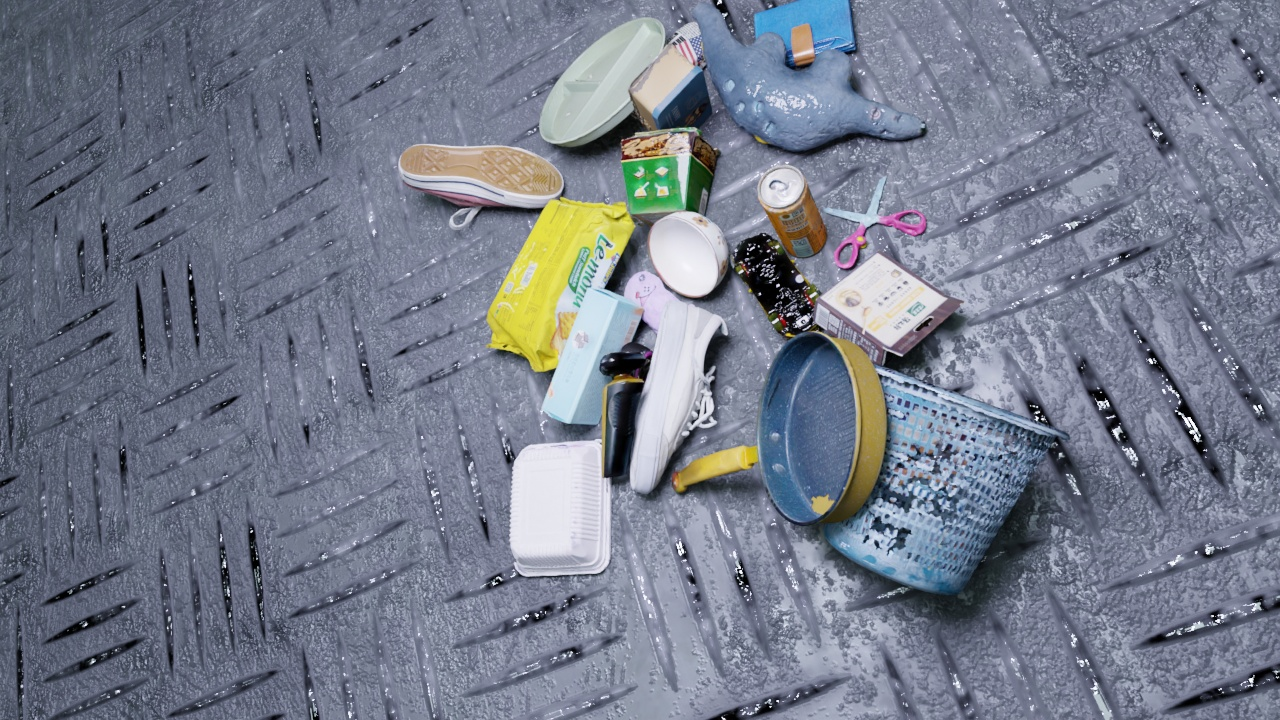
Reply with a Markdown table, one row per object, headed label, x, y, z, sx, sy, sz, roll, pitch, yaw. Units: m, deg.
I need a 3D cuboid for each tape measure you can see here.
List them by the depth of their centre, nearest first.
| label | x | y | z | sx | sy | sz | roll | pitch | yaw |
| --- | --- | --- | --- | --- | --- | --- | --- | --- | --- |
| tape measure | -0.007 | 0.007 | 1.186 | 0.039 | 0.057 | 0.058 | 23 | 92 | 23 |

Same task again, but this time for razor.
| label | x | y | z | sx | sy | sz | roll | pitch | yaw |
| --- | --- | --- | --- | --- | --- | --- | --- | --- | --- |
| razor | -0.029 | 0.069 | 1.145 | 0.068 | 0.062 | 0.167 | 20 | 109 | 51 |

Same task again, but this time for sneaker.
| label | x | y | z | sx | sy | sz | roll | pitch | yaw |
| --- | --- | --- | --- | --- | --- | --- | --- | --- | --- |
| sneaker | 0.049 | 0.051 | 1.141 | 0.090 | 0.089 | 0.242 | 13 | 91 | -8 |
| sneaker | -0.232 | -0.257 | 1.350 | 0.241 | 0.088 | 0.118 | 7 | 63 | 0 |

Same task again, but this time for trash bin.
| label | x | y | z | sx | sy | sz | roll | pitch | yaw |
| --- | --- | --- | --- | --- | --- | --- | --- | --- | --- |
| trash bin | 0.293 | 0.124 | 0.952 | 0.227 | 0.226 | 0.195 | 22 | 96 | 27 |

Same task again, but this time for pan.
| label | x | y | z | sx | sy | sz | roll | pitch | yaw |
| --- | --- | --- | --- | --- | --- | --- | --- | --- | --- |
| pan | 0.136 | 0.096 | 1.003 | 0.078 | 0.358 | 0.197 | 6 | 68 | -20 |

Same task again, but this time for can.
| label | x | y | z | sx | sy | sz | roll | pitch | yaw |
| --- | --- | --- | --- | --- | --- | --- | --- | --- | --- |
| can | 0.186 | -0.179 | 1.114 | 0.058 | 0.146 | 0.058 | -7 | 71 | 20 |

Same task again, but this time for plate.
| label | x | y | z | sx | sy | sz | roll | pitch | yaw |
| --- | --- | --- | --- | --- | --- | --- | --- | --- | --- |
| plate | -0.052 | -0.392 | 1.304 | 0.231 | 0.027 | 0.229 | -27 | 43 | 28 |

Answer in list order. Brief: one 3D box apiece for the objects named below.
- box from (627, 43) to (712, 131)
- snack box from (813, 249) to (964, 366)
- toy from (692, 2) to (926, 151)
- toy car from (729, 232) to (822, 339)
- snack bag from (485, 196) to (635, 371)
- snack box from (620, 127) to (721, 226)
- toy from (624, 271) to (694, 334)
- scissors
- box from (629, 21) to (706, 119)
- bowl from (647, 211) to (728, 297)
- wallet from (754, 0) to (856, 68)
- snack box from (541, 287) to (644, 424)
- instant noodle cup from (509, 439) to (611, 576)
| label | x | y | z | sx | sy | sz | roll | pitch | yaw |
| --- | --- | --- | --- | --- | --- | --- | --- | --- | --- |
| box | 0.040 | -0.343 | 1.206 | 0.062 | 0.184 | 0.090 | 44 | 96 | 7 |
| snack box | 0.285 | -0.057 | 1.064 | 0.113 | 0.053 | 0.125 | -37 | 60 | -20 |
| toy | 0.191 | -0.348 | 1.193 | 0.356 | 0.091 | 0.138 | 31 | 86 | 17 |
| toy car | 0.173 | -0.095 | 1.151 | 0.071 | 0.041 | 0.155 | -36 | 63 | 8 |
| snack bag | -0.117 | -0.110 | 1.235 | 0.158 | 0.068 | 0.246 | 22 | 84 | 52 |
| snack box | 0.040 | -0.238 | 1.223 | 0.118 | 0.118 | 0.105 | -1 | 85 | 23 |
| toy | 0.018 | -0.071 | 1.212 | 0.108 | 0.038 | 0.084 | 46 | 116 | 26 |
| scissors | 0.288 | -0.171 | 1.144 | 0.134 | 0.017 | 0.133 | 16 | 76 | 30 |
| box | 0.042 | -0.411 | 1.312 | 0.164 | 0.060 | 0.072 | -42 | 83 | 7 |
| bowl | 0.071 | -0.145 | 1.186 | 0.113 | 0.114 | 0.062 | 27 | 48 | 27 |
| wallet | 0.221 | -0.447 | 1.247 | 0.133 | 0.040 | 0.106 | -10 | 66 | 22 |
| snack box | -0.061 | -0.003 | 1.184 | 0.052 | 0.074 | 0.175 | 25 | 96 | 27 |
| instant noodle cup | -0.110 | 0.184 | 1.173 | 0.138 | 0.060 | 0.173 | -7 | 70 | 21 |
